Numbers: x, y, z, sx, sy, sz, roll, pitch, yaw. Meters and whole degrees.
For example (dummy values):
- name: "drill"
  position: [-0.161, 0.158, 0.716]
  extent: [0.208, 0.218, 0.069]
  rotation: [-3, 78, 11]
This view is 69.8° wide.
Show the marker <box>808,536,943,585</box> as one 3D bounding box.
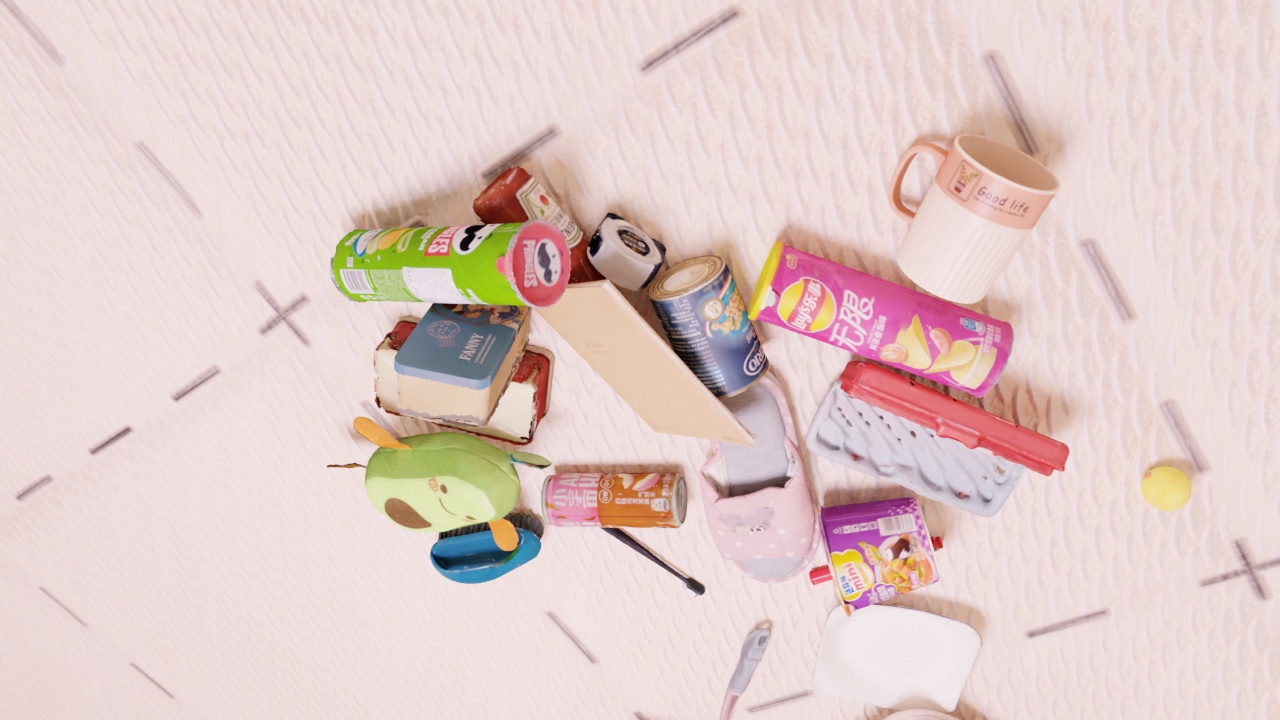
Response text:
- name: "marker"
  position: [0.246, 0.211, 0.965]
  extent: [0.145, 0.017, 0.017]
  rotation: [-24, 114, 26]

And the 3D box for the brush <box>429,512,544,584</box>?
- name: "brush"
  position: [-0.178, 0.219, 1.041]
  extent: [0.144, 0.073, 0.055]
  rotation: [-14, 125, 22]

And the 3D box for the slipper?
- name: "slipper"
  position: [0.117, 0.127, 0.920]
  extent: [0.114, 0.054, 0.275]
  rotation: [-3, 121, 16]

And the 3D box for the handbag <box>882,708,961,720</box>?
- name: "handbag"
  position: [0.313, 0.498, 1.086]
  extent: [0.193, 0.093, 0.235]
  rotation: [27, 138, -23]

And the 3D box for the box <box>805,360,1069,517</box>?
- name: "box"
  position: [0.262, 0.079, 0.831]
  extent: [0.201, 0.119, 0.098]
  rotation: [22, 93, -2]

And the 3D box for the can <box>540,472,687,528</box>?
- name: "can"
  position: [-0.027, 0.147, 0.967]
  extent: [0.147, 0.057, 0.058]
  rotation: [-2, 121, 15]

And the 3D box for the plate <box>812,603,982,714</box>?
- name: "plate"
  position: [0.280, 0.322, 1.017]
  extent: [0.164, 0.034, 0.165]
  rotation: [10, 124, 7]

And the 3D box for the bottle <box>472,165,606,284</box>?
- name: "bottle"
  position: [-0.063, -0.082, 0.828]
  extent: [0.060, 0.059, 0.206]
  rotation: [-33, 110, 29]

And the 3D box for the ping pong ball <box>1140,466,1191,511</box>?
- name: "ping pong ball"
  position: [0.476, 0.116, 0.831]
  extent: [0.040, 0.040, 0.040]
  rotation: [7, 123, 10]

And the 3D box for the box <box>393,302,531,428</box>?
- name: "box"
  position: [-0.157, -0.008, 0.824]
  extent: [0.090, 0.183, 0.061]
  rotation: [10, 121, 1]

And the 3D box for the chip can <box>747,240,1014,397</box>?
- name: "chip can"
  position: [0.203, -0.035, 0.784]
  extent: [0.210, 0.071, 0.072]
  rotation: [19, 125, 1]

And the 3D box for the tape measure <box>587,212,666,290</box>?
- name: "tape measure"
  position: [-0.014, -0.093, 0.803]
  extent: [0.066, 0.065, 0.034]
  rotation: [32, 120, -8]

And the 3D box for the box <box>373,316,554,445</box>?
- name: "box"
  position: [-0.178, 0.024, 0.914]
  extent: [0.168, 0.076, 0.091]
  rotation: [13, 125, 5]

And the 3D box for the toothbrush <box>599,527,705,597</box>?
- name: "toothbrush"
  position: [-0.001, 0.214, 1.029]
  extent: [0.181, 0.015, 0.018]
  rotation: [38, 132, -12]

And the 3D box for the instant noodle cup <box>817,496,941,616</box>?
- name: "instant noodle cup"
  position: [0.236, 0.186, 0.903]
  extent: [0.099, 0.111, 0.112]
  rotation: [-16, 117, 12]

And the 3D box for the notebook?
- name: "notebook"
  position: [-0.005, 0.005, 0.833]
  extent: [0.211, 0.012, 0.150]
  rotation: [46, 156, -27]

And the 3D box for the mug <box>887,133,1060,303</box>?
- name: "mug"
  position: [0.248, -0.118, 0.721]
  extent: [0.114, 0.081, 0.106]
  rotation: [38, 129, 21]

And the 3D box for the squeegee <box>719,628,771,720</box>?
- name: "squeegee"
  position: [0.117, 0.405, 1.110]
  extent: [0.247, 0.040, 0.250]
  rotation: [8, 120, -10]

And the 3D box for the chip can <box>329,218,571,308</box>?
- name: "chip can"
  position: [-0.172, -0.083, 0.800]
  extent: [0.236, 0.072, 0.072]
  rotation: [4, 125, 36]

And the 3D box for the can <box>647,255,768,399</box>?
- name: "can"
  position: [0.060, -0.030, 0.819]
  extent: [0.075, 0.075, 0.111]
  rotation: [-16, 117, 22]

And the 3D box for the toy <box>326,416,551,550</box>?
- name: "toy"
  position: [-0.211, 0.128, 0.948]
  extent: [0.247, 0.089, 0.227]
  rotation: [-15, 133, 42]
